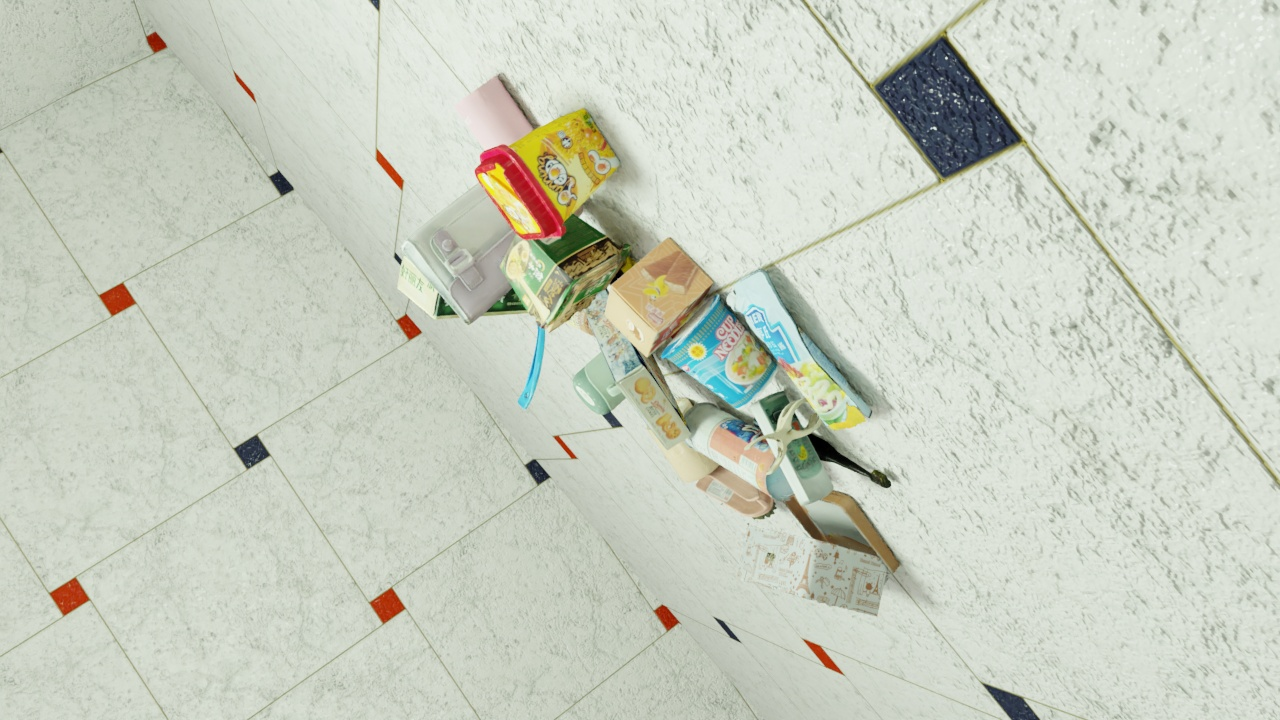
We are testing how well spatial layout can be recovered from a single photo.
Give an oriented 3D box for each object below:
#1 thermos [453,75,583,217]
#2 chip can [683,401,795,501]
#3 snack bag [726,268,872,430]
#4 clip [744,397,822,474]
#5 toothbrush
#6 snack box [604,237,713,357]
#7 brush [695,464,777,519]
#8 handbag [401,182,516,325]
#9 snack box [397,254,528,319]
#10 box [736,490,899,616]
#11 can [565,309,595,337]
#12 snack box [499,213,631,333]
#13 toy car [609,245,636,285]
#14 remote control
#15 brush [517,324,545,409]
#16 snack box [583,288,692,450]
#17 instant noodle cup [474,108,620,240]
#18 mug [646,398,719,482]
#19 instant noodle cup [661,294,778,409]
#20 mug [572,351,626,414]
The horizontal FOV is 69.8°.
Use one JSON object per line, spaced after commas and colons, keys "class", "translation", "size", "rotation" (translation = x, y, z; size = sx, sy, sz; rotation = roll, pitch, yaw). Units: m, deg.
{"class": "thermos", "translation": [-0.151, -0.254, 1.156], "size": [0.198, 0.067, 0.087], "rotation": [54, 167, -20]}
{"class": "chip can", "translation": [0.135, 0.119, 1.224], "size": [0.071, 0.071, 0.215], "rotation": [57, 166, -27]}
{"class": "snack bag", "translation": [0.161, -0.010, 0.961], "size": [0.191, 0.039, 0.110], "rotation": [51, 175, -5]}
{"class": "clip", "translation": [0.173, 0.088, 1.041], "size": [0.076, 0.103, 0.035], "rotation": [38, 163, -5]}
{"class": "toothbrush", "translation": [0.215, 0.106, 1.101], "size": [0.213, 0.026, 0.027], "rotation": [27, 151, 50]}
{"class": "snack box", "translation": [0.020, -0.072, 1.075], "size": [0.077, 0.094, 0.093], "rotation": [46, 163, 8]}
{"class": "brush", "translation": [0.147, 0.197, 1.412], "size": [0.146, 0.063, 0.073], "rotation": [26, 163, 51]}
{"class": "handbag", "translation": [-0.208, -0.164, 1.268], "size": [0.145, 0.196, 0.098], "rotation": [52, 163, -14]}
{"class": "snack box", "translation": [-0.238, -0.118, 1.411], "size": [0.114, 0.239, 0.063], "rotation": [36, 120, 39]}
{"class": "box", "translation": [0.246, 0.244, 1.241], "size": [0.148, 0.158, 0.182], "rotation": [16, 171, -22]}
{"class": "can", "translation": [-0.075, -0.070, 1.385], "size": [0.116, 0.058, 0.058], "rotation": [26, 152, 54]}
{"class": "snack box", "translation": [-0.100, -0.118, 1.117], "size": [0.105, 0.118, 0.118], "rotation": [46, 137, 7]}
{"class": "toy car", "translation": [-0.016, -0.101, 1.194], "size": [0.156, 0.041, 0.071], "rotation": [54, 163, -16]}
{"class": "remote control", "translation": [0.179, 0.102, 1.076], "size": [0.019, 0.056, 0.135], "rotation": [-35, 77, 43]}
{"class": "brush", "translation": [-0.147, -0.041, 1.402], "size": [0.083, 0.045, 0.255], "rotation": [41, 121, 45]}
{"class": "snack box", "translation": [-0.007, 0.007, 1.261], "size": [0.178, 0.046, 0.182], "rotation": [55, -173, -48]}
{"class": "instant noodle cup", "translation": [-0.100, -0.210, 1.019], "size": [0.116, 0.123, 0.116], "rotation": [55, 162, -20]}
{"class": "mug", "translation": [0.069, 0.115, 1.426], "size": [0.103, 0.084, 0.124], "rotation": [55, -171, -16]}
{"class": "instant noodle cup", "translation": [0.096, -0.004, 1.055], "size": [0.110, 0.099, 0.099], "rotation": [41, 164, -5]}
{"class": "mug", "translation": [-0.040, 0.029, 1.435], "size": [0.082, 0.106, 0.112], "rotation": [56, 162, -21]}
